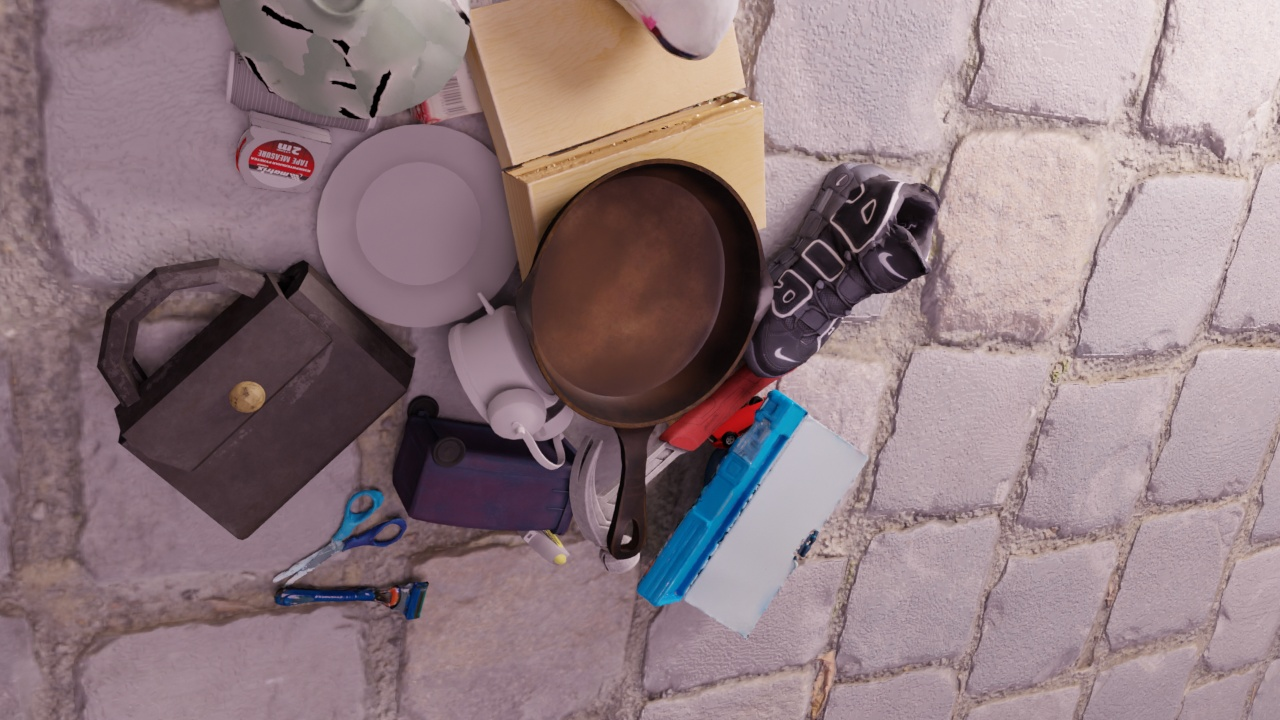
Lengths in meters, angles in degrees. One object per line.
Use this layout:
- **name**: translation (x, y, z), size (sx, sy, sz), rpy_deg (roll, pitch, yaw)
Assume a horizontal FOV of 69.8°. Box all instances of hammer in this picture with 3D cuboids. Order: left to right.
- **hammer**: translation (0.056, 0.062, 0.907), size (0.314, 0.036, 0.126), rpy_deg (-38, 119, -28)

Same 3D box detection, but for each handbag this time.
- **handbag**: translation (-0.315, 0.009, 0.722), size (0.197, 0.102, 0.199), rpy_deg (-44, 122, -4)

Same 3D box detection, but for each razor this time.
- **razor**: translation (-0.275, 0.224, 0.875), size (0.140, 0.018, 0.044), rpy_deg (10, 109, -27)

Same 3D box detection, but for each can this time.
- **can**: translation (-0.256, -0.204, 0.699), size (0.106, 0.044, 0.044), rpy_deg (5, 107, -27)

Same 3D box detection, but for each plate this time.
- **plate**: translation (-0.186, -0.113, 0.783), size (0.172, 0.019, 0.173), rpy_deg (-9, 113, -22)

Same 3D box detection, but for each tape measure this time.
- **tape measure**: translation (-0.277, -0.159, 0.706), size (0.060, 0.020, 0.062), rpy_deg (7, 138, -36)
- **tape measure**: translation (-0.101, 0.174, 0.911), size (0.016, 0.064, 0.065), rpy_deg (-46, 126, -3)

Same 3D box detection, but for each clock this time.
- **clock**: translation (-0.111, 0.024, 0.801), size (0.061, 0.120, 0.159), rpy_deg (-27, 78, 10)

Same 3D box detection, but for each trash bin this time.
- **trash bin**: translation (-0.136, 0.101, 0.850), size (0.160, 0.094, 0.092), rpy_deg (11, 105, -31)

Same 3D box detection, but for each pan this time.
- **pan**: translation (-0.005, 0.005, 0.794), size (0.248, 0.043, 0.356), rpy_deg (-4, 109, -31)

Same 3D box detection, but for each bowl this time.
- **bowl**: translation (-0.204, -0.254, 0.633), size (0.174, 0.068, 0.174), rpy_deg (-2, 103, -11)

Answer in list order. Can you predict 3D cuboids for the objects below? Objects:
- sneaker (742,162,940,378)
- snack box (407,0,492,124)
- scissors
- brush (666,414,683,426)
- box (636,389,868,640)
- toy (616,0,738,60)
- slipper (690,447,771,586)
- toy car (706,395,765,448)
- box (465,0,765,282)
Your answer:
- **sneaker**: translation (0.208, -0.080, 0.891), size (0.097, 0.151, 0.252), rpy_deg (37, 81, -29)
- **snack box**: translation (-0.164, -0.325, 0.697), size (0.076, 0.044, 0.273), rpy_deg (-19, 118, -24)
- **scissors**: translation (-0.282, 0.178, 0.857), size (0.134, 0.016, 0.073), rpy_deg (-39, 123, -5)
- **brush**: translation (0.040, 0.039, 0.938), size (0.049, 0.039, 0.117), rpy_deg (-41, 126, -7)
- **box**: translation (0.109, 0.156, 0.955), size (0.166, 0.075, 0.243), rpy_deg (32, 93, -37)
- **toy**: translation (0.039, -0.351, 0.727), size (0.137, 0.086, 0.209), rpy_deg (21, 76, -31)
- **slipper**: translation (0.112, 0.185, 1.020), size (0.103, 0.059, 0.214), rpy_deg (-5, 111, -26)
- **toy car**: translation (0.112, 0.068, 0.984), size (0.089, 0.038, 0.025), rpy_deg (-27, 121, -14)
- **box**: translation (-0.010, -0.197, 0.791), size (0.246, 0.076, 0.257), rpy_deg (-26, 113, -27)
